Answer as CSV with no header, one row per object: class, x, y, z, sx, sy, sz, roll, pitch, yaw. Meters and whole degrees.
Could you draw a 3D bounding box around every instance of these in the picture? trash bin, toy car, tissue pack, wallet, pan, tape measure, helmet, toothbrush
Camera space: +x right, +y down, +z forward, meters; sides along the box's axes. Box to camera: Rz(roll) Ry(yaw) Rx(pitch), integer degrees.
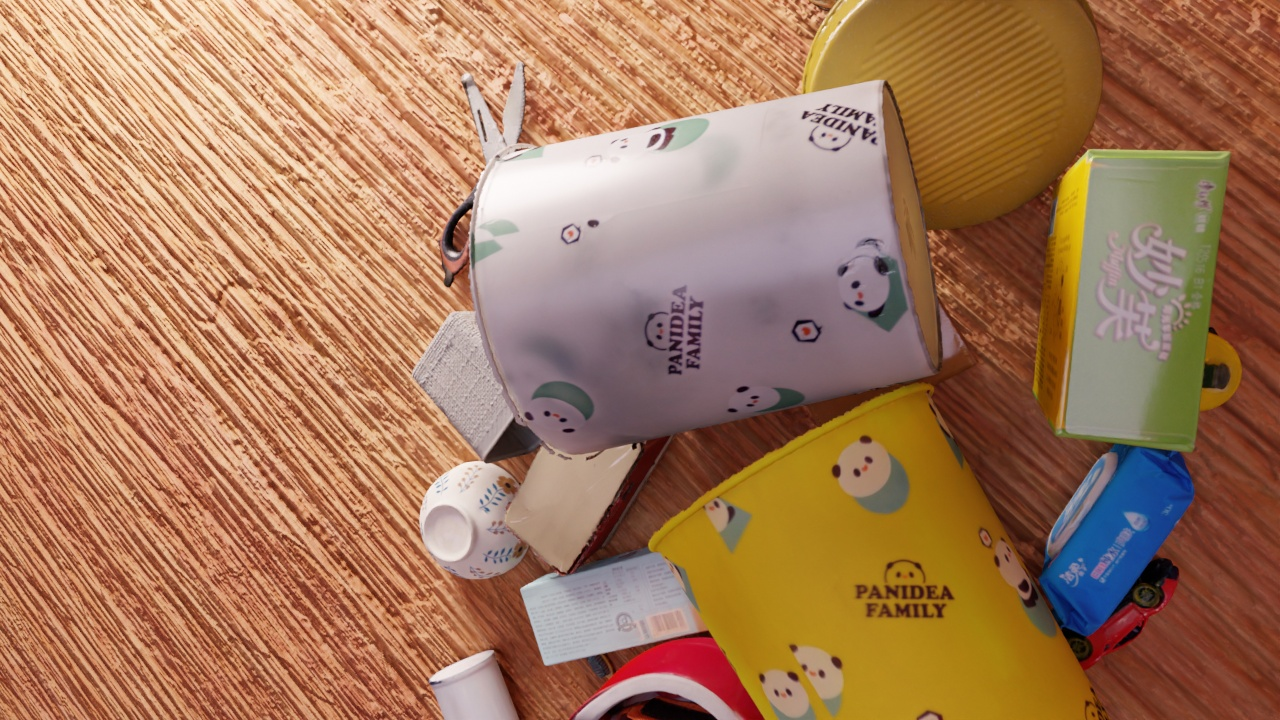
trash bin,0.164,0.182,0.618,0.230,0.229,0.255,-36,72,22
toy car,0.342,0.183,0.657,0.031,0.049,0.106,44,110,12
tissue pack,0.324,0.115,0.636,0.052,0.094,0.157,31,108,19
wallet,0.176,-0.011,0.716,0.132,0.031,0.108,-32,91,22
pan,0.150,-0.161,0.681,0.358,0.078,0.198,-26,119,28
tape measure,0.382,0.007,0.635,0.057,0.028,0.060,0,95,23
trash bin,0.055,-0.062,0.610,0.252,0.229,0.229,-10,91,22
helmet,0.066,0.329,0.744,0.207,0.143,0.240,-6,107,27
toothbrush,0.008,0.342,0.833,0.016,0.018,0.191,-41,79,23

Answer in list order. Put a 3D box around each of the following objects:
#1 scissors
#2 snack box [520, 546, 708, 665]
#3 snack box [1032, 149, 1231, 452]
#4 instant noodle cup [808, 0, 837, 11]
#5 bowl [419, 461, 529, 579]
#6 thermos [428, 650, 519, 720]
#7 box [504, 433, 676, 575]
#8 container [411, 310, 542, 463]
scissors,-0.130,-0.156,0.849,0.189,0.015,0.227,39,109,16
snack box,-0.016,0.212,0.814,0.175,0.051,0.074,-20,85,23
snack box,0.293,-0.039,0.570,0.070,0.209,0.158,5,97,19
instant noodle cup,0.143,-0.313,0.663,0.119,0.114,0.118,2,96,23
bowl,-0.165,0.156,0.869,0.114,0.062,0.113,2,94,22
thermos,-0.128,0.394,0.871,0.073,0.073,0.224,-24,85,23
box,-0.050,0.098,0.785,0.091,0.080,0.169,38,120,16
container,-0.132,0.018,0.829,0.114,0.090,0.090,43,109,18
